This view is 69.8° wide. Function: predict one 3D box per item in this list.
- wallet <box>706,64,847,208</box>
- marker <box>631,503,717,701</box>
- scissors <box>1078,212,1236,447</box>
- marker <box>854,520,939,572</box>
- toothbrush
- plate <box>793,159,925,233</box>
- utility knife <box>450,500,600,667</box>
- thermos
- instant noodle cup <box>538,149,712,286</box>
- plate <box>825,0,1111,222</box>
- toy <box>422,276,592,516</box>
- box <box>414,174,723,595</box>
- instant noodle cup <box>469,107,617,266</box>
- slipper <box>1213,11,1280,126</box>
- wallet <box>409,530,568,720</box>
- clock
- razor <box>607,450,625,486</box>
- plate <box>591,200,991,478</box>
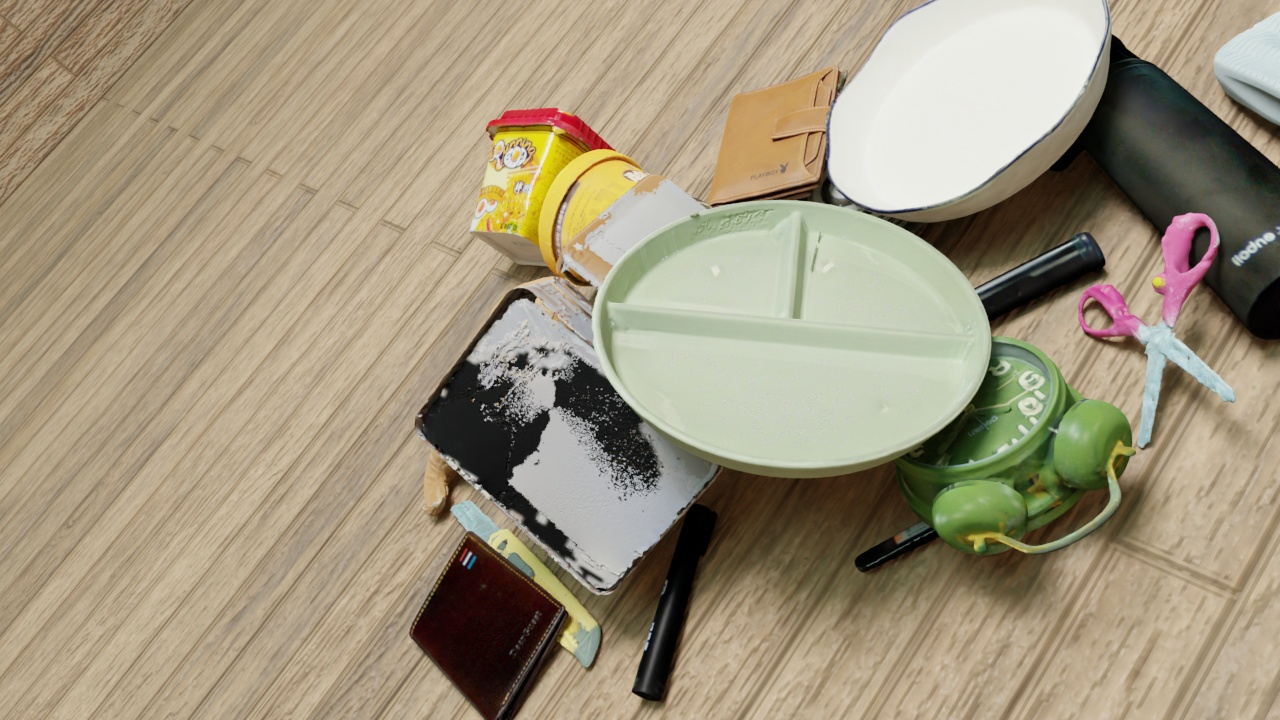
[{"bbox_3d":[0.118,-0.182,0.760,0.119,0.035,0.130,-11,52,38],"label":"wallet"},{"bbox_3d":[0.024,0.158,0.608,0.022,0.020,0.131,9,61,21],"label":"marker"},{"bbox_3d":[0.291,-0.017,0.525,0.131,0.017,0.133,-170,89,-73],"label":"scissors"},{"bbox_3d":[0.183,0.095,0.545,0.124,0.015,0.018,-31,15,14],"label":"marker"},{"bbox_3d":[0.200,-0.024,0.615,0.213,0.026,0.027,-28,59,16],"label":"toothbrush"},{"bbox_3d":[0.167,-0.139,0.728,0.180,0.024,0.179,-20,47,24],"label":"plate"},{"bbox_3d":[-0.090,0.159,0.695,0.031,0.021,0.208,-47,39,-11],"label":"utility knife"},{"bbox_3d":[0.328,-0.112,0.572,0.090,0.068,0.242,-55,33,33],"label":"thermos"},{"bbox_3d":[-0.005,-0.103,0.761,0.114,0.118,0.118,30,77,37],"label":"instant noodle cup"},{"bbox_3d":[0.225,-0.182,0.640,0.205,0.045,0.204,-32,42,33],"label":"plate"},{"bbox_3d":[-0.121,0.026,0.762,0.225,0.082,0.143,-56,9,-11],"label":"toy"},{"bbox_3d":[-0.003,0.003,0.620,0.179,0.133,0.271,40,78,5],"label":"box"},{"bbox_3d":[-0.095,-0.160,0.875,0.116,0.116,0.123,10,76,39],"label":"instant noodle cup"},{"bbox_3d":[0.427,-0.144,0.516,0.104,0.074,0.245,-34,29,11],"label":"slipper"},{"bbox_3d":[-0.113,0.193,0.670,0.122,0.020,0.096,26,86,42],"label":"wallet"},{"bbox_3d":[0.200,0.048,0.515,0.116,0.056,0.161,-36,31,6],"label":"clock"},{"bbox_3d":[-0.031,0.050,0.725,0.043,0.028,0.132,-27,48,11],"label":"razor"},{"bbox_3d":[0.086,-0.020,0.547,0.230,0.027,0.229,-3,45,2],"label":"plate"}]
